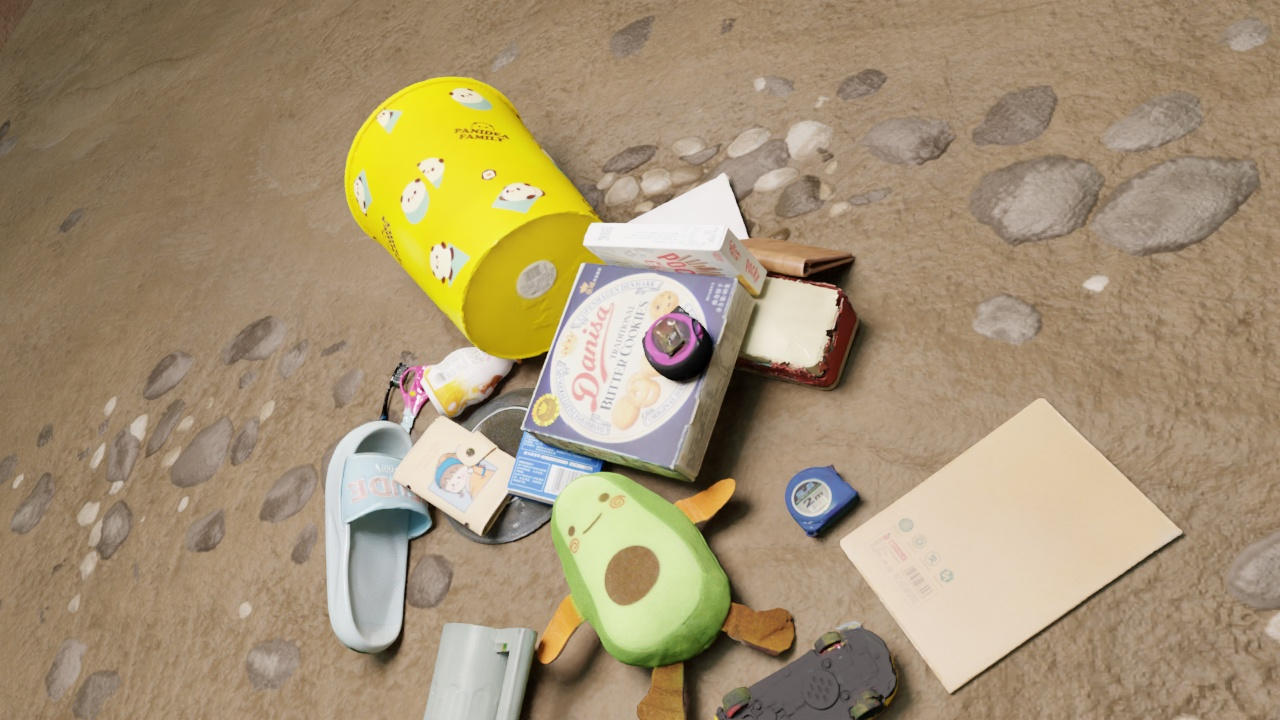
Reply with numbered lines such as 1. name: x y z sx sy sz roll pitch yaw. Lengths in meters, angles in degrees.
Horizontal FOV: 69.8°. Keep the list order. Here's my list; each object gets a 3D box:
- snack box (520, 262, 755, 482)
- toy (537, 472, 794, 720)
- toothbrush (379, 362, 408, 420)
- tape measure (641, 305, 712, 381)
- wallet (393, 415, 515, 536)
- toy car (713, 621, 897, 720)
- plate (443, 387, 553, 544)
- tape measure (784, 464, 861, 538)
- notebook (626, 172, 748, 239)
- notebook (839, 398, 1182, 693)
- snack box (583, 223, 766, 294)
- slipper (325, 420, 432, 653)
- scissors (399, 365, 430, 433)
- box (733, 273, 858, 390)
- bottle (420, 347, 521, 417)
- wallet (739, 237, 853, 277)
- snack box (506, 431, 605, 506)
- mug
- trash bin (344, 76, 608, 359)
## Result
1. snack box: -0.005 0.005 0.854 0.183 0.045 0.177 10 74 34
2. toy: 0.003 0.187 0.793 0.226 0.090 0.247 -38 54 -10
3. toothbrush: -0.306 0.087 1.068 0.016 0.014 0.189 11 66 7
4. tape measure: 0.031 -0.013 0.786 0.057 0.039 0.058 -40 55 7
5. wallet: -0.181 0.113 0.930 0.115 0.024 0.087 28 74 18
6. toy car: 0.128 0.266 0.706 0.156 0.041 0.071 -36 51 7
7. plate: -0.141 0.103 0.962 0.180 0.024 0.179 -13 56 20
8. tape measure: 0.154 0.120 0.793 0.058 0.025 0.054 -39 49 -3
9. notebook: 0.019 -0.107 1.010 0.209 0.012 0.150 -24 55 15
10. notebook: 0.282 0.140 0.722 0.208 0.008 0.147 -37 52 4
11. snack box: 0.031 -0.096 0.857 0.157 0.084 0.026 9 72 38
12. slipper: -0.264 0.171 0.938 0.074 0.104 0.245 -20 59 26
13. scissors: -0.268 0.066 1.060 0.057 0.017 0.133 5 67 19
14. box: 0.110 -0.035 0.868 0.168 0.076 0.091 14 78 33
15. bottle: -0.186 0.014 1.016 0.108 0.063 0.063 -32 50 -11
16. wallet: 0.138 -0.103 0.892 0.101 0.115 0.020 16 110 33
17. snack box: -0.071 0.070 0.922 0.084 0.026 0.156 13 66 5
18. mug: -0.134 0.287 0.796 0.124 0.083 0.103 -26 47 52
19. trash bin: -0.168 -0.148 1.005 0.229 0.229 0.255 -41 54 0
